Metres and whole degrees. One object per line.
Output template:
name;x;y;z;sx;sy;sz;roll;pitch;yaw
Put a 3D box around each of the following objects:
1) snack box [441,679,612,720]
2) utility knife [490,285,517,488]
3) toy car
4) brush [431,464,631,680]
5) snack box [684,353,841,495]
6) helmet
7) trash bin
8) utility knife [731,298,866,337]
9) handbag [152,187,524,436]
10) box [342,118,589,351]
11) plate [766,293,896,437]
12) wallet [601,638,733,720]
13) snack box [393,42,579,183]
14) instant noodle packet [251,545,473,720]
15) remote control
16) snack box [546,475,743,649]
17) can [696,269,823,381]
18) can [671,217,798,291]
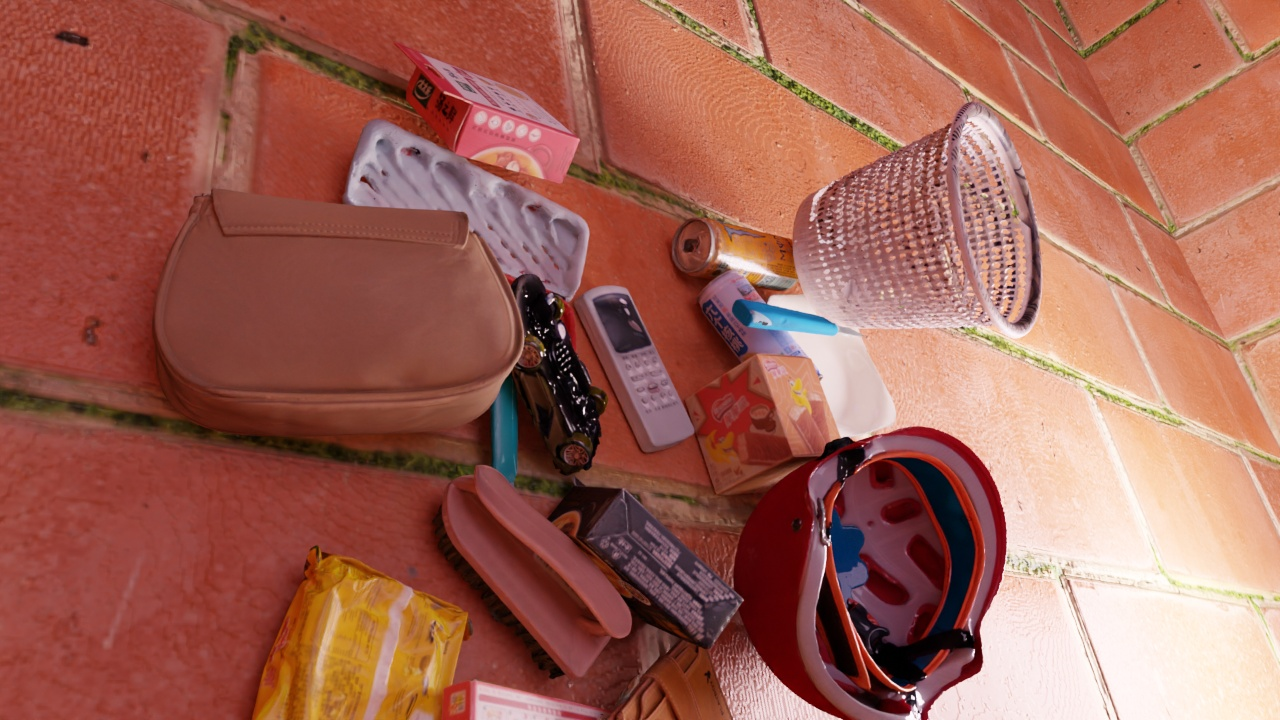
snack box;-0.052;0.240;0.536;0.155;0.027;0.077;35;42;-44
utility knife;-0.098;0.025;0.646;0.029;0.013;0.178;10;75;-53
toy car;-0.064;0.011;0.658;0.070;0.042;0.158;-73;148;-56
brush;-0.071;0.130;0.588;0.145;0.073;0.063;50;41;-3
snack box;0.107;0.057;0.797;0.077;0.093;0.094;3;62;-43
helmet;0.170;0.164;0.730;0.239;0.144;0.207;-36;100;-35
trash bin;0.271;-0.120;0.925;0.227;0.193;0.227;14;72;-48
utility knife;0.156;-0.035;0.868;0.207;0.018;0.034;5;28;-46
handbag;-0.181;-0.025;0.558;0.204;0.100;0.147;2;65;-25
box;-0.131;-0.078;0.694;0.201;0.050;0.160;23;57;-32
plate;0.190;0.007;0.959;0.164;0.034;0.163;-5;67;-46
wallet;0.022;0.244;0.601;0.130;0.035;0.119;-21;95;-63
snack box;-0.131;-0.199;0.743;0.127;0.044;0.113;9;28;-40
instant noodle packet;-0.153;0.180;0.495;0.110;0.044;0.128;33;47;-26
remote control;-0.005;0.005;0.780;0.058;0.021;0.150;-13;74;-48
snack box;-0.004;0.135;0.634;0.113;0.126;0.053;44;70;-12
can;0.112;-0.021;0.873;0.053;0.053;0.134;-19;68;-49
can;0.101;-0.106;0.932;0.145;0.058;0.058;5;60;-43
